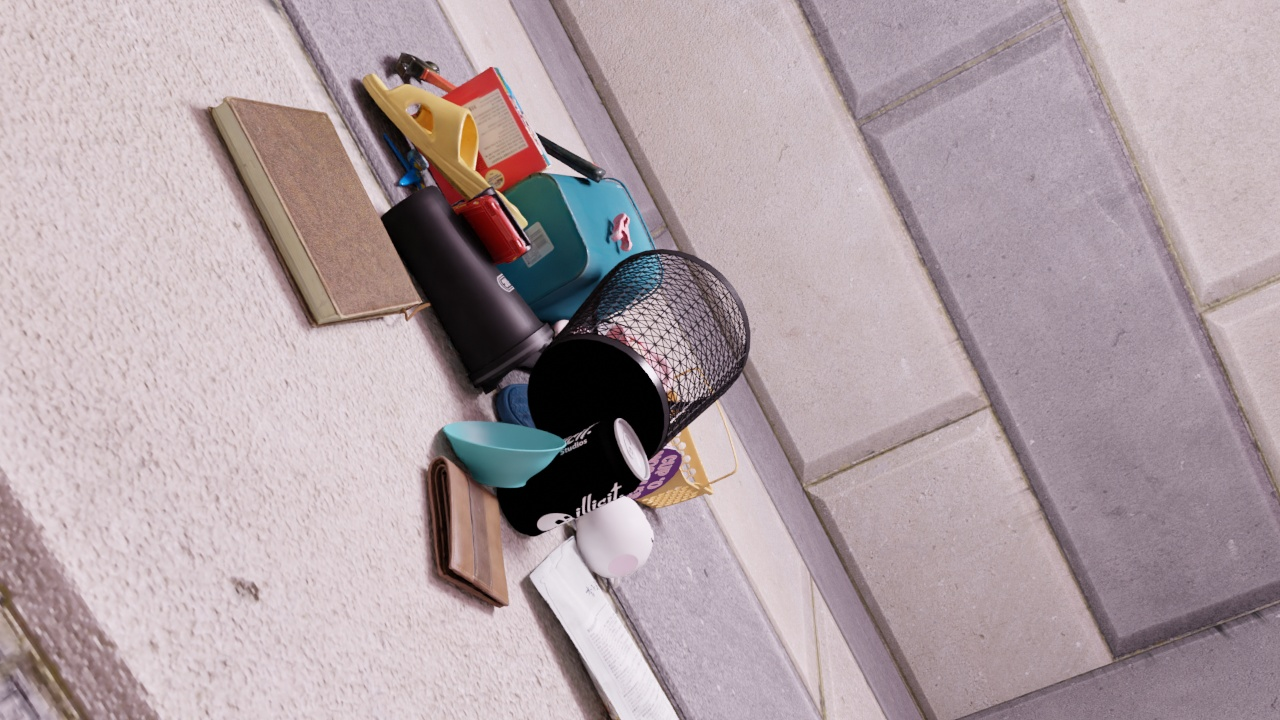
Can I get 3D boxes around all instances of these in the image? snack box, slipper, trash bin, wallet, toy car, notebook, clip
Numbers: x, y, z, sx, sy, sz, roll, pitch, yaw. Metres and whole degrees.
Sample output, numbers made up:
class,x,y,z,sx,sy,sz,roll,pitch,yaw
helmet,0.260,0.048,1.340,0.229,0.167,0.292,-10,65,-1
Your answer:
class,x,y,z,sx,sy,sz,roll,pitch,yaw
snack box,-0.213,-0.284,1.200,0.145,0.143,0.040,61,12,-13
slipper,-0.034,-0.005,1.312,0.221,0.056,0.106,19,39,-39
trash bin,-0.006,0.006,1.086,0.217,0.217,0.242,61,30,-10
wallet,-0.155,0.156,0.835,0.099,0.027,0.121,52,16,-50
toy car,-0.186,-0.146,1.057,0.081,0.056,0.190,56,-24,-18
notebook,-0.282,-0.134,0.852,0.215,0.034,0.189,64,18,0
slipper,-0.102,0.077,1.126,0.213,0.059,0.103,19,40,-51
trash bin,-0.111,-0.154,1.278,0.199,0.197,0.218,65,19,8
clip,-0.029,-0.173,1.225,0.050,0.023,0.058,7,65,-61
slipper,-0.226,-0.264,1.127,0.263,0.078,0.099,46,-4,3

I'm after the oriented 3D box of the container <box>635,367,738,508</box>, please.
class,x,y,z,sx,sy,sz,roll,pitch,yaw
container,0.049,0.116,1.395,0.129,0.167,0.183,39,28,-61

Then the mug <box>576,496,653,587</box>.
class,x,y,z,sx,sy,sz,roll,pitch,yaw
mug,-0.031,0.223,1.084,0.076,0.090,0.124,-113,-159,-48

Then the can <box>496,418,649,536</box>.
class,x,y,z,sx,sy,sz,roll,pitch,yaw
can,-0.071,0.122,0.957,0.080,0.146,0.080,58,14,-24

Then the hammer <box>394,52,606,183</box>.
class,x,y,z,sx,sy,sz,roll,pitch,yaw
hammer,-0.191,-0.332,1.257,0.333,0.033,0.133,31,12,7

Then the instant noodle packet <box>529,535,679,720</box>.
class,x,y,z,sx,sy,sz,roll,pitch,yaw
instant noodle packet,-0.031,0.324,0.971,0.269,0.057,0.146,59,10,2

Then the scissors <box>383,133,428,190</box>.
class,x,y,z,sx,sy,sz,roll,pitch,yaw
scissors,-0.277,-0.228,1.133,0.125,0.013,0.129,57,10,-25

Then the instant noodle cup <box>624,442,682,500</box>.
class,x,y,z,sx,sy,sz,roll,pitch,yaw
instant noodle cup,-0.031,0.112,1.261,0.136,0.122,0.121,-8,52,-30

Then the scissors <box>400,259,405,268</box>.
class,x,y,z,sx,sy,sz,roll,pitch,yaw
scissors,-0.277,-0.114,0.916,0.130,0.012,0.116,53,17,-38

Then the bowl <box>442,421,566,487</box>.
class,x,y,z,sx,sy,sz,roll,pitch,yaw
bowl,-0.137,0.096,0.909,0.121,0.121,0.046,-18,118,-77

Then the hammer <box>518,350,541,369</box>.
class,x,y,z,sx,sy,sz,roll,pitch,yaw
hammer,-0.114,0.014,1.268,0.125,0.029,0.310,67,14,16

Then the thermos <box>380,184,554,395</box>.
class,x,y,z,sx,sy,sz,roll,pitch,yaw
thermos,-0.191,-0.079,1.000,0.218,0.106,0.105,56,14,-8
